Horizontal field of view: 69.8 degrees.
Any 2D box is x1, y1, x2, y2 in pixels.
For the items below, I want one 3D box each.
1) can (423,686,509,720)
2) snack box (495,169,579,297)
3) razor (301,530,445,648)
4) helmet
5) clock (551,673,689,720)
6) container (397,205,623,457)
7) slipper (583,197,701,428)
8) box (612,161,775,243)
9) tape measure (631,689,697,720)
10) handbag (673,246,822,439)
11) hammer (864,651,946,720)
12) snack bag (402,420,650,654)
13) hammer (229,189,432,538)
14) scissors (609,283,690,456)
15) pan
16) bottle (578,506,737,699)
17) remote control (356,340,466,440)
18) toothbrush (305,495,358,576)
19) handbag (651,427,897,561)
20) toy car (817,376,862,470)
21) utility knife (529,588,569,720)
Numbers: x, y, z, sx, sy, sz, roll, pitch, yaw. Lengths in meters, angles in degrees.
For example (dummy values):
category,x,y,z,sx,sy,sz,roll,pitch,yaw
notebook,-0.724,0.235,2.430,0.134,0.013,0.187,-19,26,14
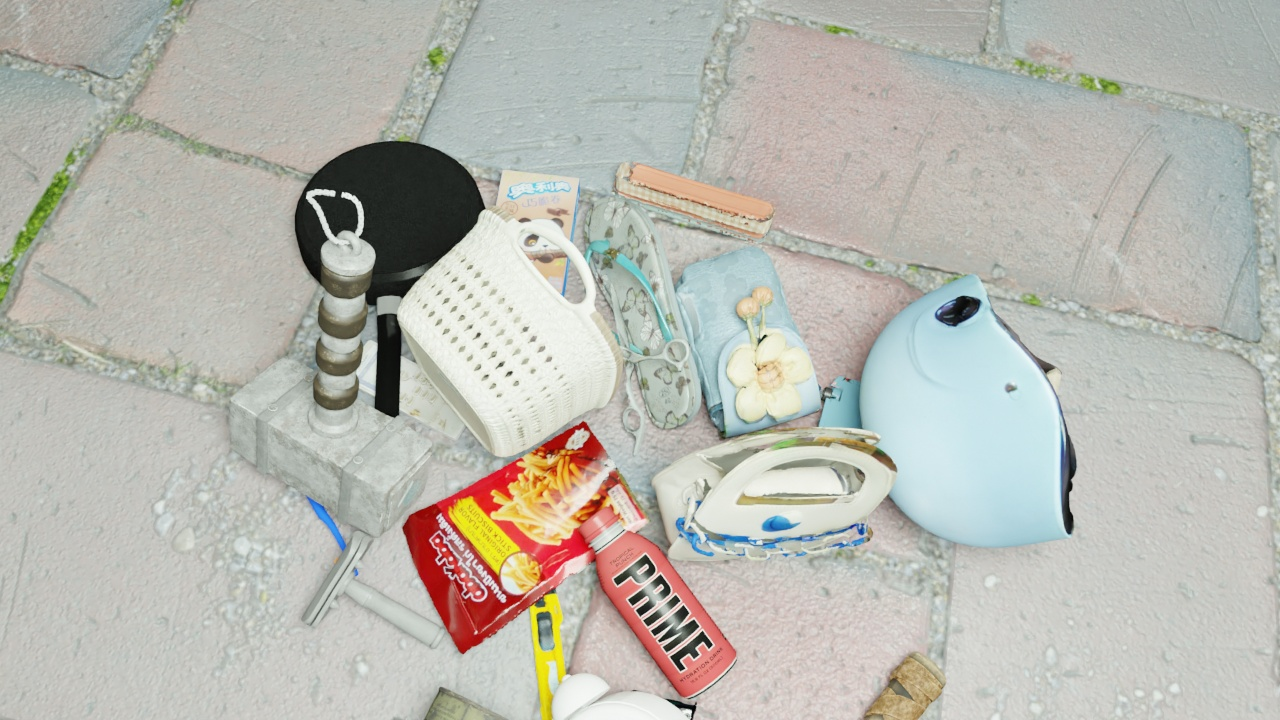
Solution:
category,x,y,z,sx,sy,sz,roll,pitch,yaw
can,-0.143,0.323,0.751,0.090,0.090,0.074,24,66,8
snack box,-0.118,-0.134,0.997,0.087,0.034,0.151,6,65,0
razor,-0.227,0.220,0.818,0.116,0.047,0.088,32,93,-5
helmet,0.288,0.046,0.842,0.167,0.226,0.265,-13,41,13
clock,-0.009,0.335,0.745,0.161,0.072,0.125,22,92,23
container,-0.117,-0.014,0.827,0.142,0.246,0.184,-39,81,-14
slipper,-0.007,-0.059,0.930,0.054,0.098,0.268,0,60,-44
box,0.059,-0.182,1.024,0.187,0.056,0.059,17,97,6
tape measure,0.014,0.321,0.793,0.062,0.034,0.061,10,67,2
handbag,0.105,-0.023,0.913,0.121,0.119,0.191,-14,72,-6
hammer,0.154,0.374,0.774,0.121,0.049,0.318,44,68,13
snack bag,-0.108,0.159,0.859,0.207,0.067,0.139,-32,72,-8
hammer,-0.252,0.000,0.769,0.177,0.327,0.079,29,43,7
scissors,-0.011,0.009,0.910,0.142,0.014,0.175,0,93,35
pan,-0.262,-0.088,0.954,0.204,0.044,0.355,-3,61,-5
bottle,0.010,0.208,0.811,0.062,0.062,0.176,-35,84,-18
remote control,-0.231,0.029,0.927,0.136,0.011,0.050,27,66,9
toothbrush,-0.316,0.131,0.872,0.018,0.016,0.182,-33,71,-12
handbag,0.122,0.118,0.796,0.200,0.200,0.093,-1,63,-20
toy car,0.203,0.069,0.926,0.060,0.028,0.107,19,55,5
utility knife,-0.079,0.276,0.820,0.030,0.017,0.151,-12,69,4
